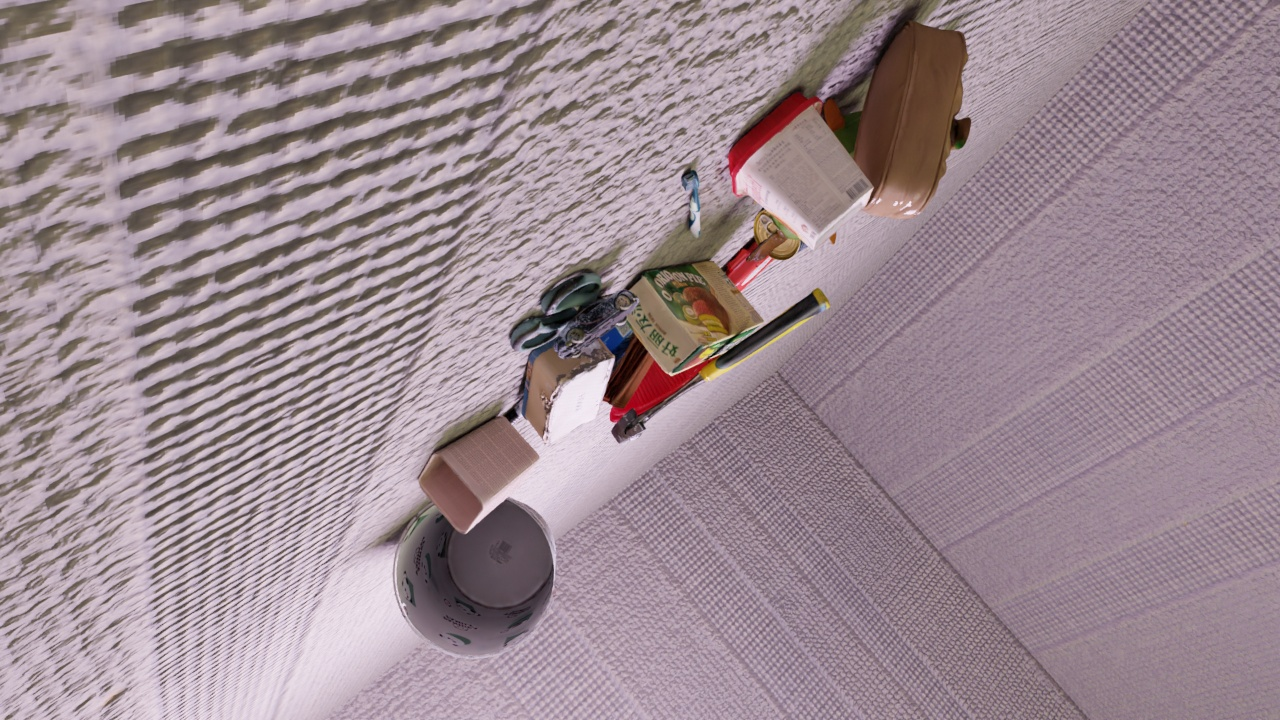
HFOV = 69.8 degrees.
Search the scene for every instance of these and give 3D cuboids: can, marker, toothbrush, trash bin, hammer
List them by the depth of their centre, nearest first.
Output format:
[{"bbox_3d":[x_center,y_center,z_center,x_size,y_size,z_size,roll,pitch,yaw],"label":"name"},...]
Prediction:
[{"bbox_3d":[0.054,-0.160,0.968,0.018,0.016,0.192,-30,169,-2],"label":"toothbrush"},{"bbox_3d":[-0.131,0.043,1.160,0.131,0.018,0.022,-42,-166,9],"label":"marker"},{"bbox_3d":[0.099,0.010,1.167,0.323,0.032,0.126,-34,174,8],"label":"hammer"},{"bbox_3d":[0.219,-0.193,1.269,0.110,0.075,0.076,-34,168,-38],"label":"can"},{"bbox_3d":[-0.230,0.306,1.385,0.229,0.229,0.252,-40,176,-5],"label":"trash bin"}]

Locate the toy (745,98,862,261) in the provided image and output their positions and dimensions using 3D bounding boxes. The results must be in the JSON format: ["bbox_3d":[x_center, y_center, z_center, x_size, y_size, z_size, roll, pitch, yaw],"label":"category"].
[{"bbox_3d":[0.222,-0.219,1.106,0.246,0.090,0.227,-41,150,-17],"label":"toy"}]

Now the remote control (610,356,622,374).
[{"bbox_3d":[-0.028,0.009,1.277,0.135,0.020,0.056,-52,-172,-33],"label":"remote control"}]

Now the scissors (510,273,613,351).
[{"bbox_3d":[-0.060,-0.062,0.956,0.179,0.019,0.140,-25,161,-53],"label":"scissors"}]

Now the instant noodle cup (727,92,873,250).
[{"bbox_3d":[0.168,-0.189,0.948,0.116,0.124,0.116,-41,170,2],"label":"instant noodle cup"}]

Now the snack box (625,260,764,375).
[{"bbox_3d":[0.068,-0.060,1.167,0.063,0.114,0.239,-42,171,26],"label":"snack box"}]

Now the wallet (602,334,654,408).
[{"bbox_3d":[-0.007,0.007,1.201,0.124,0.032,0.101,-57,170,1],"label":"wallet"}]

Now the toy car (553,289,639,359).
[{"bbox_3d":[-0.047,-0.041,0.954,0.105,0.031,0.049,-35,170,-21],"label":"toy car"}]

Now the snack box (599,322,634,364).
[{"bbox_3d":[-0.042,-0.014,1.209,0.157,0.026,0.084,-44,171,20],"label":"snack box"}]

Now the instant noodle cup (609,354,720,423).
[{"bbox_3d":[0.021,0.015,1.351,0.194,0.066,0.193,-32,-170,6],"label":"instant noodle cup"}]

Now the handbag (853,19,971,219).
[{"bbox_3d":[0.294,-0.254,1.001,0.148,0.100,0.204,-140,-117,-84],"label":"handbag"}]

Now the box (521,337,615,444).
[{"bbox_3d":[-0.089,0.034,1.094,0.089,0.059,0.185,-29,162,-26],"label":"box"}]

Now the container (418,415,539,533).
[{"bbox_3d":[-0.194,0.135,1.122,0.110,0.090,0.090,-36,169,-43],"label":"container"}]

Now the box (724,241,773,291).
[{"bbox_3d":[0.177,-0.148,1.421,0.201,0.038,0.157,-45,170,20],"label":"box"}]
